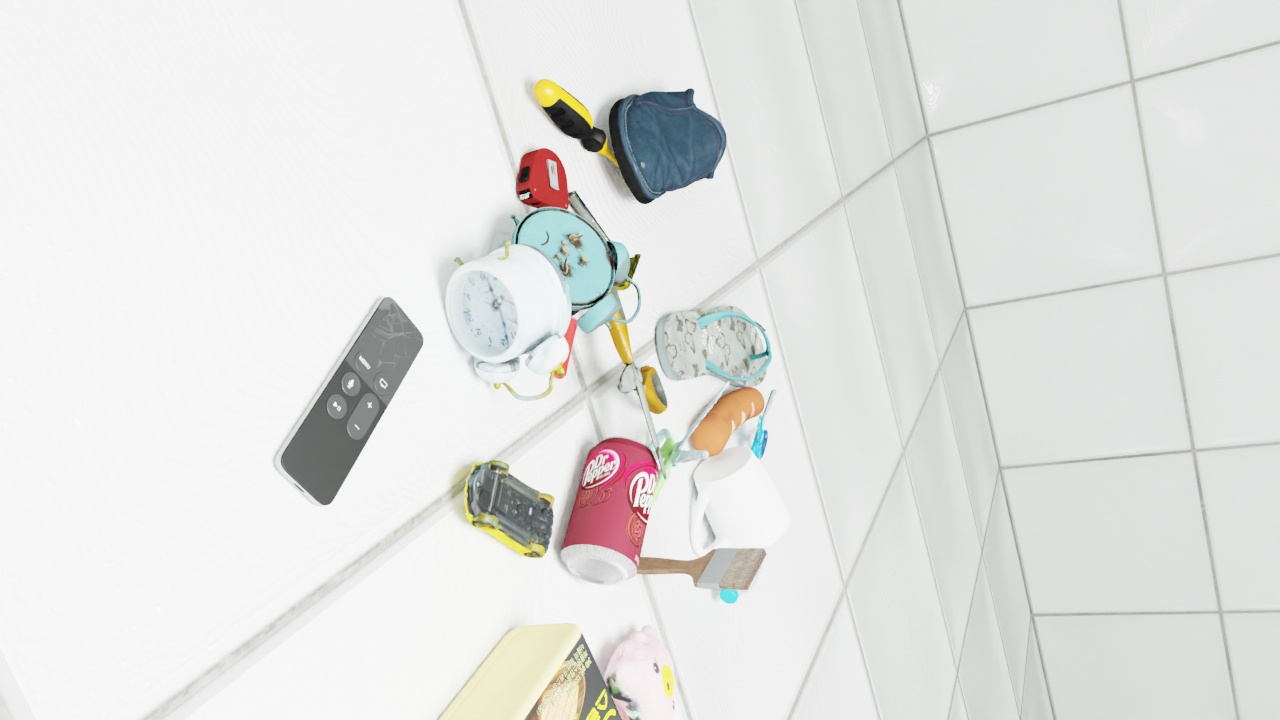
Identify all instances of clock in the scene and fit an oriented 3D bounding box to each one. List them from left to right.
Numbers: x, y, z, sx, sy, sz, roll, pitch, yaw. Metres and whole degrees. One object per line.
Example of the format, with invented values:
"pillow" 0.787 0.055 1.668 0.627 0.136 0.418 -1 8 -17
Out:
"clock" -0.093 -0.027 0.671 0.056 0.083 0.117 -29 103 -54
"clock" -0.055 -0.069 0.737 0.124 0.053 0.089 29 54 -20

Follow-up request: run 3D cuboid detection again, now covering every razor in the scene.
"razor" -0.037 -0.117 0.862 0.106 0.026 0.042 52 41 -34

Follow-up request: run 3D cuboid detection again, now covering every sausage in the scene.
"sausage" 0.099 0.063 1.027 0.044 0.039 0.163 60 30 0

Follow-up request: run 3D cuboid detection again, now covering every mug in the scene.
"mug" 0.092 0.154 0.966 0.114 0.081 0.088 -35 109 -25

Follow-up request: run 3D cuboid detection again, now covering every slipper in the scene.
"slipper" 0.048 -0.239 0.974 0.264 0.084 0.109 -39 114 -62
"slipper" 0.100 -0.022 1.048 0.268 0.055 0.098 5 75 -59

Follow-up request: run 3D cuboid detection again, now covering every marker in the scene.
"marker" -0.057 -0.045 0.812 0.013 0.013 0.142 49 41 -43

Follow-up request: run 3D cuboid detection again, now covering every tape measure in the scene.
"tape measure" -0.084 -0.157 0.791 0.059 0.019 0.051 5 77 -60

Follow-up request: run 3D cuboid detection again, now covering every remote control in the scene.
"remote control" -0.178 0.022 0.577 0.045 0.008 0.146 57 36 -35

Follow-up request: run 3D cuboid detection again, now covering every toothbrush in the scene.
"toothbrush" -0.044 -0.210 0.872 0.196 0.031 0.030 32 57 -59

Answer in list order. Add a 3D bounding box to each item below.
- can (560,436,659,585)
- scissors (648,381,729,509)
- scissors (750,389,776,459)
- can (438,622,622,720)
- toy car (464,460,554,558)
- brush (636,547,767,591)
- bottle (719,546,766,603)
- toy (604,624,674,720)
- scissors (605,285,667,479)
"can" -0.024 0.124 0.765 0.063 0.063 0.113 53 39 -40
"scissors" 0.029 0.082 0.819 0.024 0.172 0.165 34 17 -6
"scissors" 0.138 0.098 1.081 0.140 0.011 0.134 23 83 -74
"can" -0.073 0.261 0.625 0.134 0.075 0.104 -46 118 -56
"toy car" -0.097 0.110 0.674 0.107 0.030 0.049 49 43 -47
"brush" 0.035 0.173 0.774 0.045 0.143 0.008 -48 122 -45
"bottle" 0.114 0.211 1.006 0.044 0.044 0.135 66 32 -23
"toy" 0.003 0.274 0.782 0.093 0.050 0.102 -58 134 -57
"scissors" -0.005 0.005 0.824 0.230 0.016 0.225 49 23 -70
